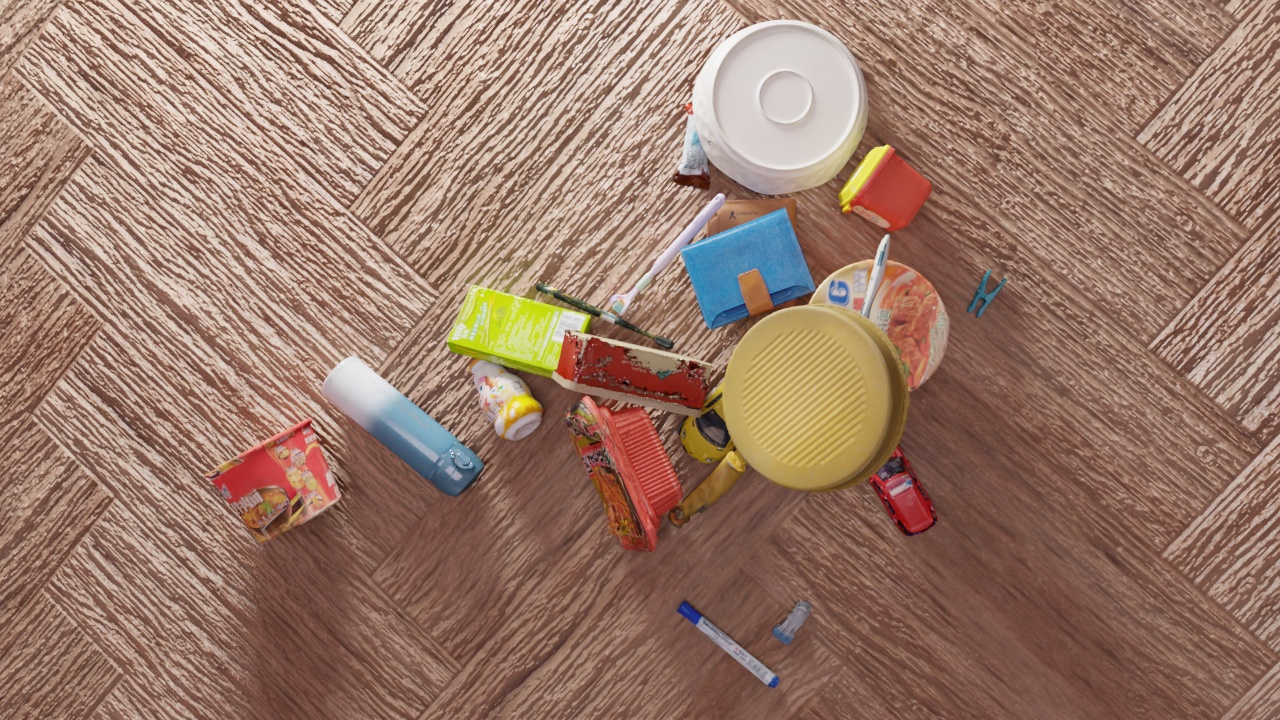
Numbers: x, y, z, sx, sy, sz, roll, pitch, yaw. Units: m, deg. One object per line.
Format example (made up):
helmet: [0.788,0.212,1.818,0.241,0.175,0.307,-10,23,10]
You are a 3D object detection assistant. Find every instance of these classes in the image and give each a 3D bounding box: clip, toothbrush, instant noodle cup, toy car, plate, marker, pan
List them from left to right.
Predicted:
instant noodle cup: [-0.440,0.150,1.127,0.138,0.137,0.108,-29,95,7]
toothbrush: [-0.045,-0.055,1.118,0.186,0.017,0.012,24,96,8]
instant noodle cup: [-0.017,0.125,1.055,0.079,0.165,0.189,-23,87,-16]
toothbrush: [0.033,-0.127,1.091,0.189,0.021,0.029,-46,61,15]
marker: [0.105,0.340,1.098,0.146,0.017,0.017,38,95,7]
toy car: [0.111,0.059,1.084,0.156,0.041,0.071,-45,84,8]
pan: [0.134,0.087,1.001,0.358,0.078,0.197,-43,65,28]
plate: [0.164,-0.297,1.058,0.205,0.045,0.205,0,88,0]
clip: [0.181,0.311,1.085,0.024,0.028,0.057,38,105,8]
toothbrush: [0.237,-0.039,0.963,0.018,0.016,0.191,15,93,-2]
instant noodle cup: [0.257,-0.032,1.025,0.151,0.111,0.151,0,90,8]
toy car: [0.297,0.145,1.055,0.053,0.045,0.120,-31,84,6]
clip: [0.396,-0.076,1.054,0.041,0.014,0.056,33,93,7]

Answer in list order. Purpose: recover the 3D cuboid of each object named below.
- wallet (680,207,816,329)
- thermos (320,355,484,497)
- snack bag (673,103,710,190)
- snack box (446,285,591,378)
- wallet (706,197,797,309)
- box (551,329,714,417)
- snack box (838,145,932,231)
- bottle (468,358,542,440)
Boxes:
wallet: [0.122,-0.103,1.053,0.133,0.040,0.106,-20,86,10]
thermos: [-0.290,0.083,1.132,0.220,0.070,0.070,37,95,7]
snack bag: [0.068,-0.258,1.095,0.045,0.026,0.105,8,92,-6]
snack box: [-0.146,-0.033,1.112,0.156,0.026,0.085,14,64,8]
wallet: [0.131,-0.125,1.086,0.108,0.031,0.131,0,88,7]
box: [-0.006,0.006,1.048,0.168,0.091,0.078,12,94,-18]
snack box: [0.275,-0.189,1.035,0.080,0.091,0.082,35,95,0]
bottle: [-0.167,0.043,1.116,0.063,0.063,0.108,-40,71,7]
